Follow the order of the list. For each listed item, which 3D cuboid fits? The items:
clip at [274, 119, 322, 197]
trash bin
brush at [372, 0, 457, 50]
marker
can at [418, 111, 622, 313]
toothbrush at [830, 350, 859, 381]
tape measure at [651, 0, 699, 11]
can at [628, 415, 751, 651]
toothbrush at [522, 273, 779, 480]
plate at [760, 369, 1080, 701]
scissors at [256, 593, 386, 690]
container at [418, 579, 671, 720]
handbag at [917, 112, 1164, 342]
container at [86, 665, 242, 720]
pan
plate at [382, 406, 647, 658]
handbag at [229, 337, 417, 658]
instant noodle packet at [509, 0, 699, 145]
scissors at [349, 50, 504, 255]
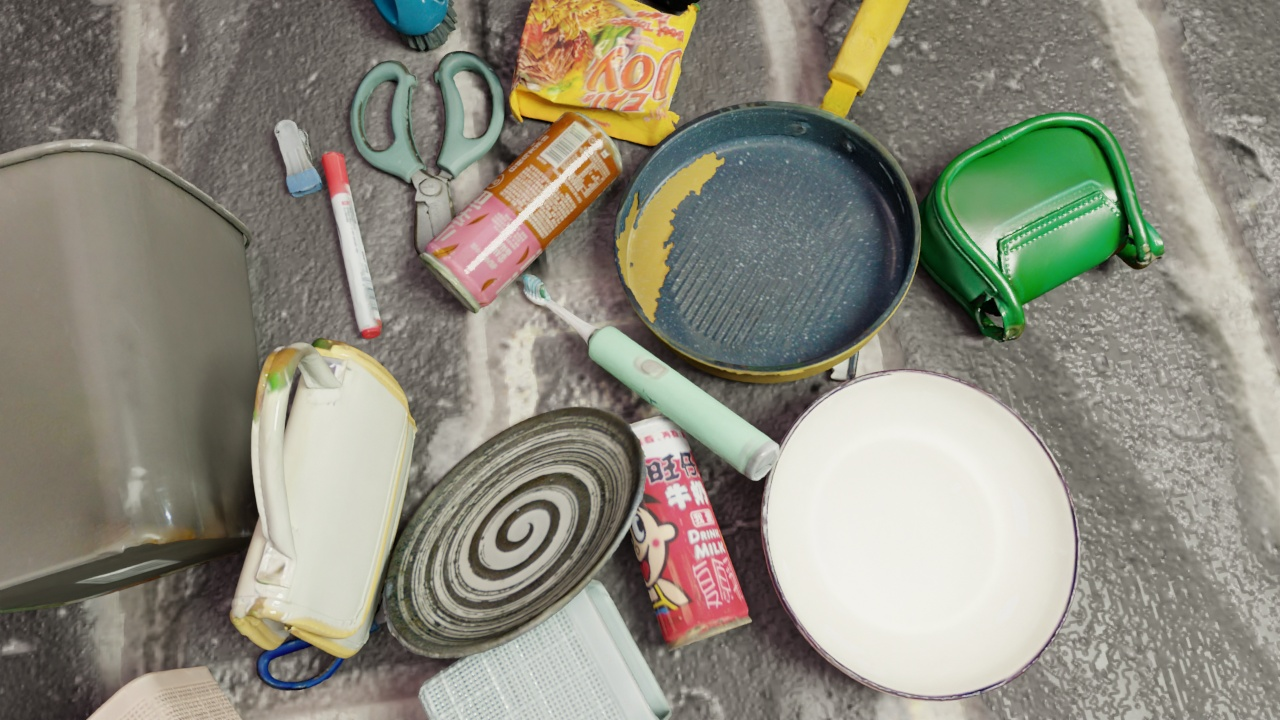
[{"bbox_3d":[-0.252,-0.148,0.675,0.025,0.032,0.057,-20,80,-1],"label":"clip"},{"bbox_3d":[-0.331,0.022,0.546,0.199,0.199,0.219,-18,80,0],"label":"trash bin"},{"bbox_3d":[-0.189,-0.304,0.688,0.055,0.073,0.143,-29,74,-1],"label":"brush"},{"bbox_3d":[-0.205,-0.083,0.651,0.017,0.017,0.145,-17,73,-2],"label":"marker"},{"bbox_3d":[-0.080,-0.102,0.628,0.058,0.058,0.147,41,80,14],"label":"can"},{"bbox_3d":[0.121,0.075,0.584,0.018,0.016,0.180,7,73,12],"label":"toothbrush"},{"bbox_3d":[0.027,-0.294,0.690,0.058,0.039,0.057,40,79,9],"label":"tape measure"},{"bbox_3d":[0.020,0.104,0.561,0.053,0.053,0.132,-19,73,-2],"label":"can"},{"bbox_3d":[-0.003,0.003,0.579,0.026,0.027,0.224,-35,53,-26],"label":"toothbrush"},{"bbox_3d":[0.163,0.102,0.550,0.192,0.039,0.192,2,74,-6],"label":"plate"},{"bbox_3d":[-0.161,0.165,0.576,0.172,0.012,0.132,17,73,7],"label":"scissors"},{"bbox_3d":[-0.054,0.191,0.521,0.111,0.090,0.090,-30,73,-3],"label":"container"},{"bbox_3d":[0.255,-0.088,0.597,0.131,0.068,0.120,-28,74,-5],"label":"handbag"},{"bbox_3d":[-0.264,0.248,0.518,0.090,0.090,0.111,-43,79,-10],"label":"container"},{"bbox_3d":[0.119,-0.152,0.613,0.198,0.078,0.356,26,76,15],"label":"pan"},{"bbox_3d":[-0.072,0.099,0.538,0.180,0.024,0.179,-23,33,16],"label":"plate"},{"bbox_3d":[-0.177,0.072,0.512,0.063,0.179,0.163,6,63,0],"label":"handbag"},{"bbox_3d":[-0.026,-0.218,0.668,0.128,0.044,0.110,11,78,6],"label":"instant noodle packet"},{"bbox_3d":[-0.140,-0.152,0.667,0.143,0.019,0.180,-18,71,-3],"label":"scissors"}]
